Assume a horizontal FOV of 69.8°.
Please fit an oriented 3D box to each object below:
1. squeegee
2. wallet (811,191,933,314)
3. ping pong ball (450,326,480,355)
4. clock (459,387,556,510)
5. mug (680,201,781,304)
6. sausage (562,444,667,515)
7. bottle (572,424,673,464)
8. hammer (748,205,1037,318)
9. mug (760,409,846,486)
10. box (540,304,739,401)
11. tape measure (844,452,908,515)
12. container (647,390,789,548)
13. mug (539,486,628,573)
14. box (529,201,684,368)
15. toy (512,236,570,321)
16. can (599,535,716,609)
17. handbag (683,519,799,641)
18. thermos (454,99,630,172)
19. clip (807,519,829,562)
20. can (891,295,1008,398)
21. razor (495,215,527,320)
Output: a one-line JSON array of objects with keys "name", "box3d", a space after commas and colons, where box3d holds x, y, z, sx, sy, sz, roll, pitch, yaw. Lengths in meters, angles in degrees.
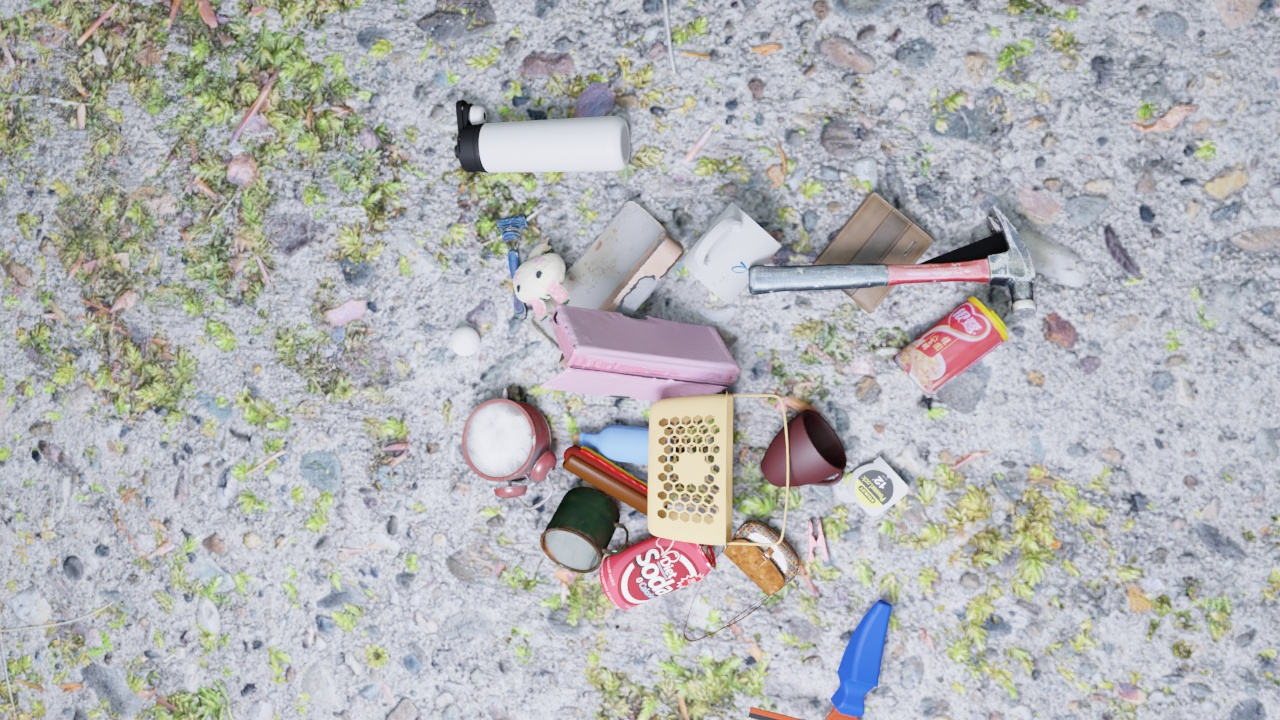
[{"name": "squeegee", "box3d": [0.279, 0.391, 1.166, 0.249, 0.055, 0.185, 16, 98, -8]}, {"name": "wallet", "box3d": [0.288, -0.135, 1.140, 0.098, 0.027, 0.121, 40, 99, 2]}, {"name": "ping pong ball", "box3d": [-0.238, -0.026, 1.247, 0.040, 0.040, 0.040, 1, 94, 11]}, {"name": "clock", "box3d": [-0.167, 0.125, 1.230, 0.110, 0.062, 0.156, -35, 73, 12]}, {"name": "mug", "box3d": [0.105, -0.136, 1.129, 0.096, 0.119, 0.083, -48, 67, 11]}, {"name": "sausage", "box3d": [-0.032, 0.158, 1.201, 0.155, 0.040, 0.040, 31, 100, -8]}, {"name": "bottle", "box3d": [-0.024, 0.110, 1.210, 0.131, 0.048, 0.048, 4, 95, 11]}, {"name": "hammer", "box3d": [0.292, -0.110, 1.090, 0.326, 0.036, 0.140, -2, 64, 7]}, {"name": "mug", "box3d": [0.206, 0.128, 1.157, 0.114, 0.087, 0.089, 38, 121, -25]}, {"name": "box", "box3d": [-0.007, 0.010, 1.130, 0.107, 0.232, 0.099, -61, 38, 33]}, {"name": "tape measure", "box3d": [0.298, 0.158, 1.163, 0.065, 0.016, 0.064, -44, 85, 11]}, {"name": "container", "box3d": [0.096, 0.131, 1.112, 0.167, 0.129, 0.183, 1, 84, 6]}, {"name": "mug", "box3d": [-0.064, 0.220, 1.194, 0.111, 0.081, 0.085, 7, 131, 20]}, {"name": "box", "box3d": [-0.048, -0.095, 1.183, 0.095, 0.114, 0.217, 38, 101, -14]}, {"name": "toy", "box3d": [-0.132, -0.110, 1.202, 0.087, 0.050, 0.112, -25, 75, 36]}, {"name": "can", "box3d": [0.021, 0.269, 1.199, 0.143, 0.074, 0.074, -25, 89, 12]}, {"name": "handbag", "box3d": [0.118, 0.300, 1.202, 0.093, 0.043, 0.196, 43, 104, 7]}, {"name": "thermos", "box3d": [-0.131, -0.295, 1.196, 0.230, 0.068, 0.101, 1, 81, 12]}, {"name": "clip", "box3d": [0.231, 0.234, 1.181, 0.044, 0.023, 0.060, 14, 98, 6]}, {"name": "can", "box3d": [0.375, -0.016, 1.109, 0.124, 0.066, 0.066, -40, 86, 12]}, {"name": "razor", "box3d": [-0.168, -0.123, 1.237, 0.044, 0.018, 0.141, -6, 93, 11]}]
